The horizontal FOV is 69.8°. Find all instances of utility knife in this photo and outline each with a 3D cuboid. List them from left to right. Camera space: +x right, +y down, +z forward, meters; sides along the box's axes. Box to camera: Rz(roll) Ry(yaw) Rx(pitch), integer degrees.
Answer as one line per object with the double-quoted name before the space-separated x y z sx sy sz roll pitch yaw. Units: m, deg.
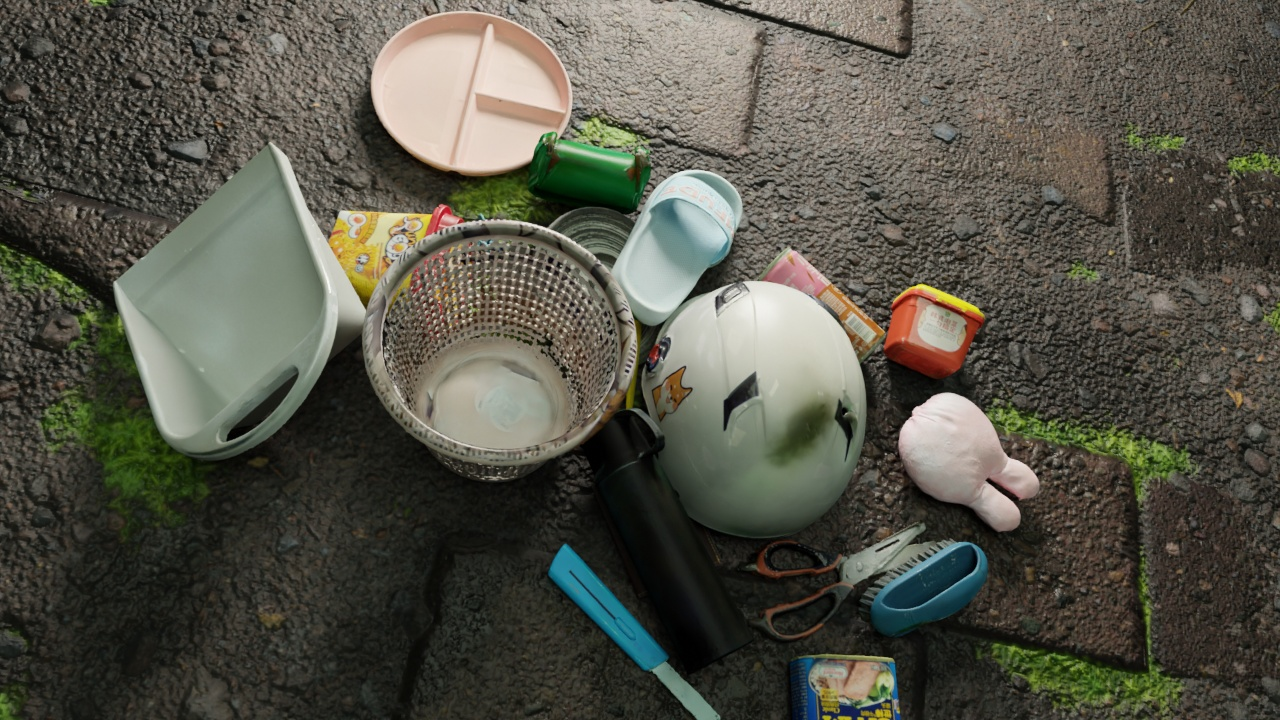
"utility knife" -0.007 0.261 0.862 0.216 0.018 0.034 44 65 7

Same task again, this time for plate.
"plate" -0.194 -0.309 1.067 0.229 0.028 0.229 4 67 -10
"plate" -0.041 -0.075 0.977 0.179 0.024 0.179 9 73 -33

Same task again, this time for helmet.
"helmet" 0.126 0.031 0.898 0.230 0.157 0.273 10 69 -14

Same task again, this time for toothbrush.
"toothbrush" -0.006 0.006 0.955 0.015 0.017 0.190 15 70 -32

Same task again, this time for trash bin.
"trash bin" -0.131 0.015 0.844 0.227 0.192 0.227 4 66 -10

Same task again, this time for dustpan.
"dustpan" -0.366 -0.043 0.814 0.223 0.142 0.257 -39 86 6

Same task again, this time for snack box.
"snack box" 0.325 -0.030 1.028 0.091 0.082 0.080 24 74 0

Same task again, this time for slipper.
"slipper" 0.046 -0.134 0.986 0.104 0.074 0.244 42 49 -11

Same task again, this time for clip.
"clip" -0.172 -0.134 1.003 0.038 0.013 0.055 -30 74 -22

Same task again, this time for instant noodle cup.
"instant noodle cup" -0.244 -0.093 0.922 0.124 0.116 0.116 9 65 5

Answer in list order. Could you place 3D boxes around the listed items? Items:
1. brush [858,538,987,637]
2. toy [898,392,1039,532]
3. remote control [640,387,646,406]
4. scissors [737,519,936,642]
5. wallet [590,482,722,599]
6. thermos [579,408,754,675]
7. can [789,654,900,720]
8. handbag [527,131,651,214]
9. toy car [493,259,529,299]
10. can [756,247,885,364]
"brush" 0.288 0.226 0.905 0.143 0.074 0.055 -24 100 -19
"toy" 0.350 0.110 0.985 0.159 0.054 0.121 43 66 3
"remote control" 0.042 0.001 0.982 0.053 0.024 0.136 31 65 -4
"scissors" 0.200 0.206 0.931 0.204 0.015 0.202 28 64 2
"wallet" 0.017 0.163 0.909 0.096 0.020 0.122 -17 70 -22
"thermos" 0.024 0.160 0.850 0.068 0.090 0.242 -10 65 -43
"can" 0.190 0.321 0.855 0.102 0.057 0.083 6 63 -10
"handbag" -0.053 -0.210 1.000 0.131 0.120 0.068 11 84 -9
"toy car" -0.114 -0.079 0.978 0.090 0.035 0.042 16 63 -7
"can" 0.201 -0.058 1.024 0.147 0.058 0.057 44 65 9
